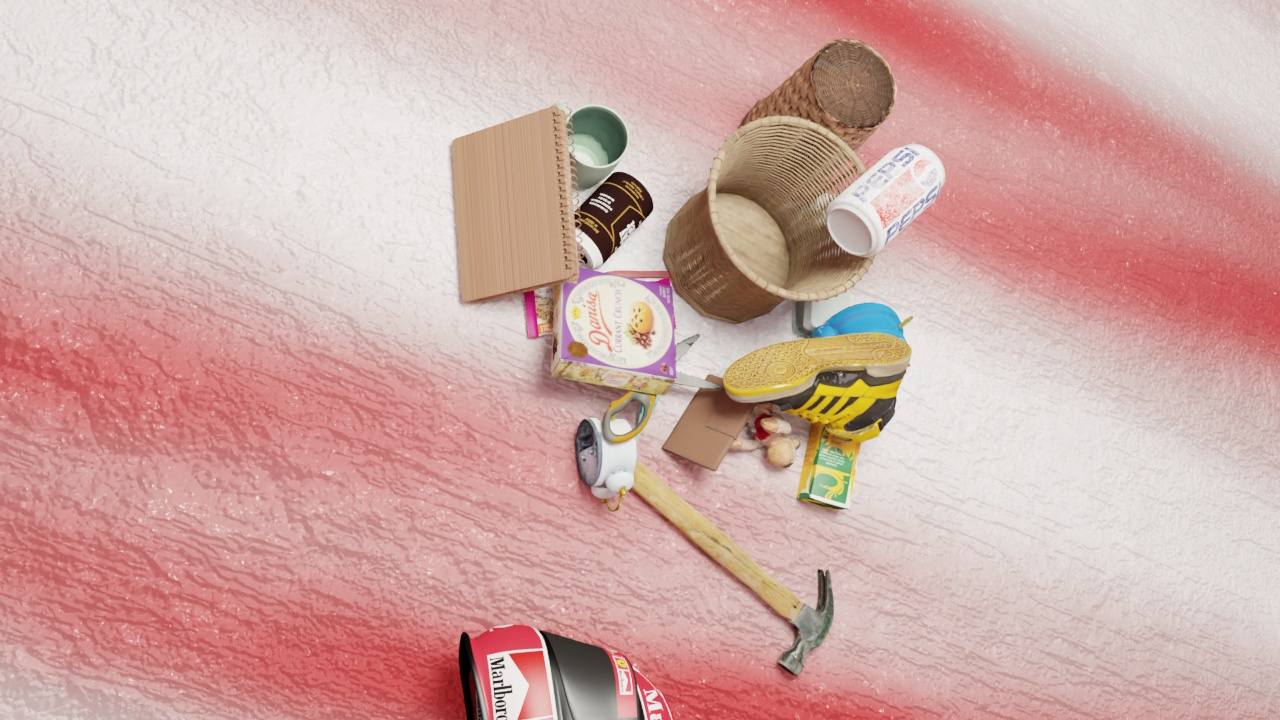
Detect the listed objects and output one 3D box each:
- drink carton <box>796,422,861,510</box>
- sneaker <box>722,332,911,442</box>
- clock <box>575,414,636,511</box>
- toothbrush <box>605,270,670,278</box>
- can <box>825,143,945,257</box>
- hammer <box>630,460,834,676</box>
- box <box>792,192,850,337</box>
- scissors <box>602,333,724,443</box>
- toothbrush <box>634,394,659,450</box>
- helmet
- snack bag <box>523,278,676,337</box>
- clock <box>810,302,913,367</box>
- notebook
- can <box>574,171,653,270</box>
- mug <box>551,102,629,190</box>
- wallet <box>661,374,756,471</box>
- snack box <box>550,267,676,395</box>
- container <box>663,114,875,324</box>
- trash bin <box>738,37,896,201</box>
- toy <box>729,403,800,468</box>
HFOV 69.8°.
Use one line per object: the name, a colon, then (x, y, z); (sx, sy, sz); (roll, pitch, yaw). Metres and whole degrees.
drink carton: (0.252, 0.131, 1.216); (0.058, 0.041, 0.122); (17, 76, -14)
sneaker: (0.218, 0.044, 1.147); (0.238, 0.086, 0.122); (-9, 126, -7)
clock: (-0.041, 0.123, 1.105); (0.057, 0.083, 0.117); (-2, 76, -24)
toothbrush: (-0.026, -0.112, 1.190); (0.184, 0.016, 0.015); (-2, 74, -19)
can: (0.282, -0.185, 1.054); (0.136, 0.078, 0.078); (-41, 93, -22)
hammer: (0.111, 0.242, 1.157); (0.330, 0.033, 0.132); (41, 72, -6)
box: (0.255, -0.130, 1.262); (0.085, 0.070, 0.198); (3, 77, 3)
scissors: (-0.005, 0.008, 1.136); (0.226, 0.016, 0.224); (40, 49, 7)
toothbrush: (0.006, 0.067, 1.164); (0.022, 0.017, 0.135); (22, 74, -12)
helmet: (-0.070, 0.416, 0.980); (0.224, 0.198, 0.270); (-1, 72, -17)
snack bag: (-0.050, -0.069, 1.173); (0.196, 0.016, 0.070); (-4, 79, -18)
clock: (0.279, -0.010, 1.214); (0.161, 0.117, 0.060); (-16, 43, 0)
notebook: (-0.149, -0.186, 1.103); (0.169, 0.022, 0.210); (-10, 80, 26)
can: (-0.045, -0.177, 1.161); (0.072, 0.072, 0.128); (43, 66, -6)
mug: (-0.079, -0.274, 1.157); (0.111, 0.104, 0.084); (45, 70, -6)
wallet: (0.091, 0.077, 1.164); (0.120, 0.087, 0.013); (-56, 141, -18)
snack box: (-0.032, -0.037, 1.116); (0.148, 0.041, 0.143); (10, 54, -17)
container: (0.152, -0.159, 1.153); (0.226, 0.197, 0.226); (4, 77, -19)
trash bin: (0.235, -0.316, 1.206); (0.151, 0.210, 0.151); (3, 79, -18)
toy: (0.162, 0.105, 1.186); (0.106, 0.085, 0.074); (44, 28, -28)
